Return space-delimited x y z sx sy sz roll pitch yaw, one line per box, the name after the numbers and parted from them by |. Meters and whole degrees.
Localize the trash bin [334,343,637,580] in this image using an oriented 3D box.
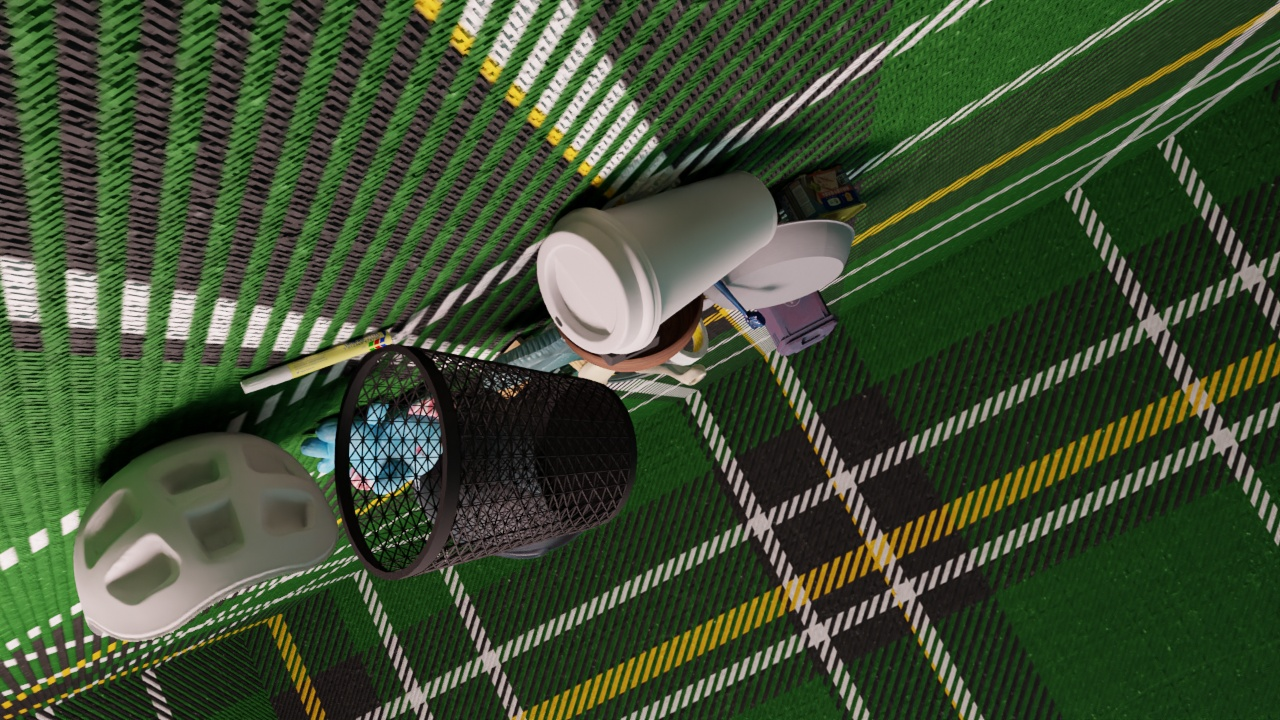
-0.147 0.097 0.930 0.242 0.216 0.218 3 153 -43 | trash bin

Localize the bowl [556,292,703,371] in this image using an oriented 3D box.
-0.009 -0.041 0.921 0.147 0.147 0.069 -26 147 -10 | bowl

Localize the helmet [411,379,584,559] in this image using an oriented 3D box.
-0.201 0.151 1.284 0.317 0.249 0.235 -4 171 25 | helmet

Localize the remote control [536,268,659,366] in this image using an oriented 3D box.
-0.042 -0.052 0.872 0.058 0.133 0.013 -26 146 -26 | remote control

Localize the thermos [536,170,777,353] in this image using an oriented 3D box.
0.025 -0.102 0.837 0.221 0.131 0.132 -31 176 -36 | thermos

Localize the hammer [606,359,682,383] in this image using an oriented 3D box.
-0.002 -0.020 1.254 0.126 0.036 0.316 -18 168 -1 | hammer

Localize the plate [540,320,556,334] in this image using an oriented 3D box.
-0.028 -0.078 1.091 0.229 0.030 0.229 -27 172 -4 | plate

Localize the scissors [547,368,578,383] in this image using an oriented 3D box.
-0.118 0.024 1.377 0.130 0.014 0.071 -2 152 -17 | scissors

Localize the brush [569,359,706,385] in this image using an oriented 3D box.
-0.007 0.006 1.103 0.061 0.077 0.273 -36 -161 -25 | brush

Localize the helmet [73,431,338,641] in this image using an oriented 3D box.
-0.411 0.173 0.874 0.223 0.183 0.283 -18 162 -25 | helmet

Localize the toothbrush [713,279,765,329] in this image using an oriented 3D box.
0.088 -0.091 1.027 0.017 0.016 0.190 -10 142 38 | toothbrush

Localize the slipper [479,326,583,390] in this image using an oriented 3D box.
-0.052 -0.021 1.023 0.276 0.069 0.116 -28 169 8 | slipper

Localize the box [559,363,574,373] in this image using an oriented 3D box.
-0.020 -0.030 1.383 0.188 0.057 0.137 -32 165 36 | box

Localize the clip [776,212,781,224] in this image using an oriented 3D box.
0.155 -0.170 1.160 0.044 0.023 0.060 -17 162 -44 | clip

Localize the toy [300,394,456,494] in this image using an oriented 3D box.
-0.312 0.107 1.103 0.184 0.114 0.180 -42 155 23 | toy

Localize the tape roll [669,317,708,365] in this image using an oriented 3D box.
0.044 -0.040 1.107 0.019 0.094 0.093 -34 170 36 | tape roll

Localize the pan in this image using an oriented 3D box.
0.119 -0.086 1.158 0.200 0.050 0.358 -2 161 -34 | pan

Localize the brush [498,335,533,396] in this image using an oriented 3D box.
-0.156 0.008 1.161 0.117 0.049 0.039 -39 -171 50 | brush

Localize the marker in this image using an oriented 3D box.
-0.285 0.001 0.811 0.132 0.014 0.014 -23 171 -29 | marker

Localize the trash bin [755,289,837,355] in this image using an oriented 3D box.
0.197 -0.092 1.271 0.094 0.161 0.092 -28 172 0 | trash bin

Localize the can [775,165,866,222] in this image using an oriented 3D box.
0.211 -0.188 1.080 0.099 0.059 0.054 -22 170 -37 | can
